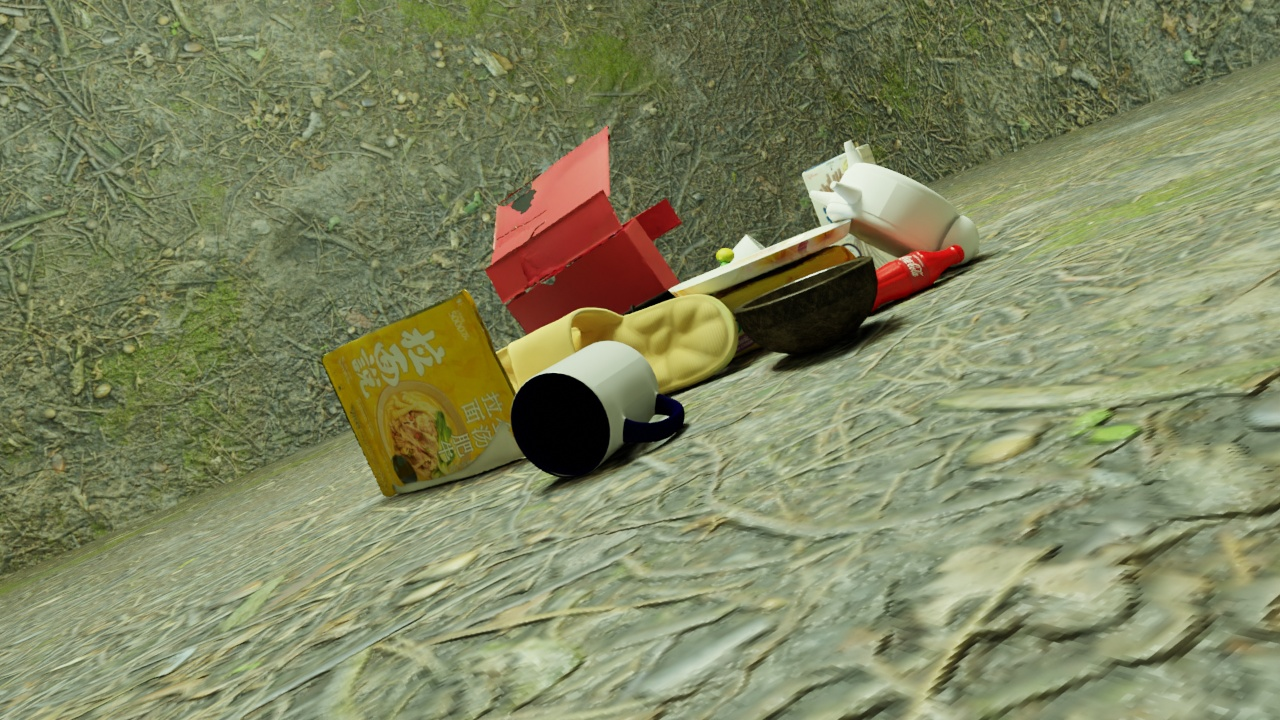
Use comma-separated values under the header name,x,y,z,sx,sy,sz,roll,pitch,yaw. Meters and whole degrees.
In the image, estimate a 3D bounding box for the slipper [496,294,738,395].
name,x,y,z,sx,sy,sz,roll,pitch,yaw
slipper,-0.039,0.002,0.854,0.264,0.099,0.078,-17,-15,12

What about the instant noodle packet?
name,x,y,z,sx,sy,sz,roll,pitch,yaw
instant noodle packet,-0.196,0.033,0.883,0.222,0.163,0.084,-17,7,44

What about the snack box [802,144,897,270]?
name,x,y,z,sx,sy,sz,roll,pitch,yaw
snack box,0.246,-0.160,1.043,0.026,0.150,0.082,-26,7,-41

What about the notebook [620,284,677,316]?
name,x,y,z,sx,sy,sz,roll,pitch,yaw
notebook,-0.070,-0.017,1.020,0.232,0.019,0.169,-27,3,18

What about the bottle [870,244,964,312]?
name,x,y,z,sx,sy,sz,roll,pitch,yaw
bottle,0.247,-0.079,0.852,0.119,0.036,0.036,-23,6,-12

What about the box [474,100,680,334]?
name,x,y,z,sx,sy,sz,roll,pitch,yaw
box,-0.094,-0.151,1.178,0.212,0.315,0.123,-28,-7,31

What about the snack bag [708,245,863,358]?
name,x,y,z,sx,sy,sz,roll,pitch,yaw
snack bag,0.118,-0.053,0.958,0.247,0.068,0.159,-22,4,4

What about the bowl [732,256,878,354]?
name,x,y,z,sx,sy,sz,roll,pitch,yaw
bowl,0.144,-0.038,0.761,0.121,0.056,0.121,-22,5,2

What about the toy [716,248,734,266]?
name,x,y,z,sx,sy,sz,roll,pitch,yaw
toy,0.095,-0.086,1.212,0.131,0.097,0.124,-29,11,-30

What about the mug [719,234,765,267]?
name,x,y,z,sx,sy,sz,roll,pitch,yaw
mug,0.163,-0.114,1.320,0.088,0.114,0.081,-48,39,15

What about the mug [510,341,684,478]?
name,x,y,z,sx,sy,sz,roll,pitch,yaw
mug,-0.024,0.037,0.679,0.112,0.079,0.096,10,18,20

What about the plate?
name,x,y,z,sx,sy,sz,roll,pitch,yaw
plate,0.120,-0.099,0.942,0.187,0.016,0.187,-22,5,1

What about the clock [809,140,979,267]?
name,x,y,z,sx,sy,sz,roll,pitch,yaw
clock,0.262,-0.153,0.933,0.073,0.161,0.125,-62,3,4
